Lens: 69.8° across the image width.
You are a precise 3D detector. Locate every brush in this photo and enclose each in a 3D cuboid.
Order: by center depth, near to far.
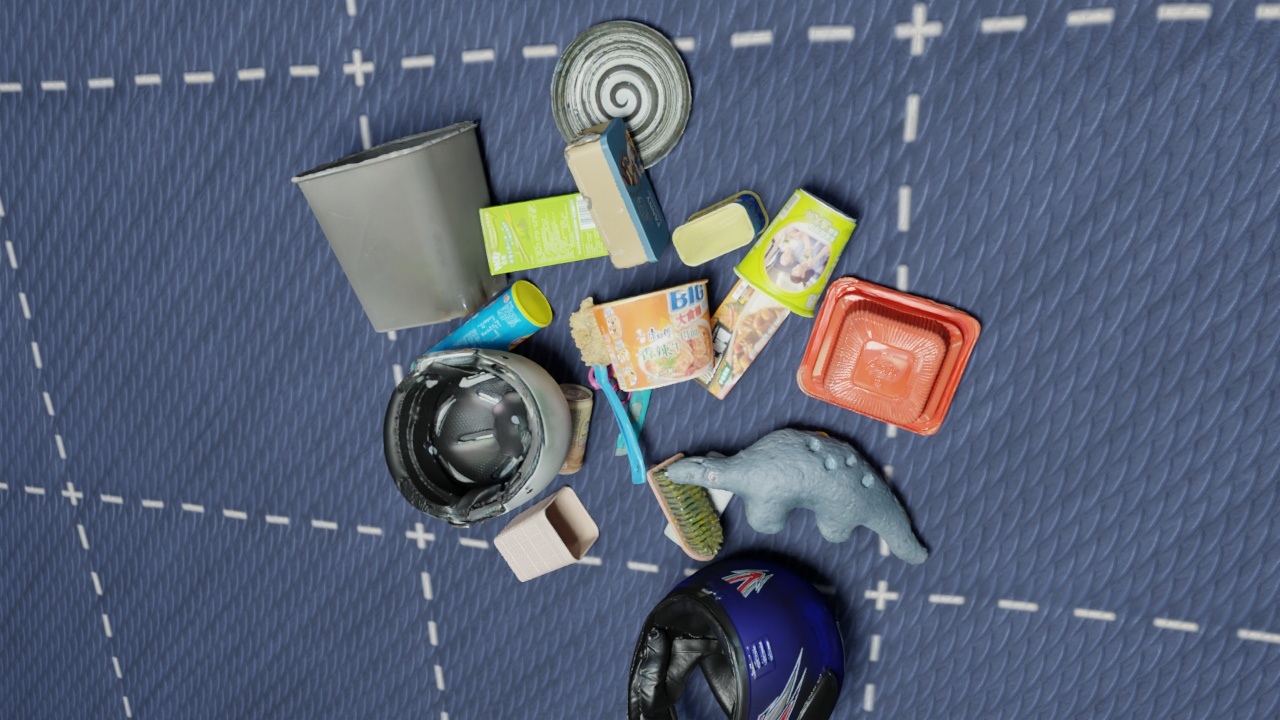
[{"bbox_3d":[-0.036,0.040,1.210,0.083,0.045,0.254,-13,95,52],"label":"brush"},{"bbox_3d":[0.061,0.201,1.230,0.073,0.063,0.145,-23,94,58],"label":"brush"}]

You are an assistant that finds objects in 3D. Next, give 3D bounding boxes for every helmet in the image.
[{"bbox_3d":[0.136,0.412,1.195,0.247,0.240,0.316,32,113,48],"label":"helmet"},{"bbox_3d":[-0.195,0.092,1.201,0.275,0.156,0.230,-19,82,38],"label":"helmet"}]

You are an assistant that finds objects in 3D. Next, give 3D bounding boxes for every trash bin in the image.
[{"bbox_3d":[-0.287,-0.170,1.177,0.199,0.198,0.220,-8,112,22],"label":"trash bin"}]

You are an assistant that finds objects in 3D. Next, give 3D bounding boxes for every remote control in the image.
[{"bbox_3d":[0.087,0.195,1.259,0.058,0.021,0.150,33,114,14],"label":"remote control"}]

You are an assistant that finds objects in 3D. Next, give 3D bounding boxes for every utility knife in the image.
[{"bbox_3d":[-0.003,0.056,1.242,0.029,0.013,0.182,10,116,-10],"label":"utility knife"}]

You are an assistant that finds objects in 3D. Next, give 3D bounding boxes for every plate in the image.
[{"bbox_3d":[-0.023,-0.322,1.123,0.179,0.024,0.179,5,110,15],"label":"plate"}]

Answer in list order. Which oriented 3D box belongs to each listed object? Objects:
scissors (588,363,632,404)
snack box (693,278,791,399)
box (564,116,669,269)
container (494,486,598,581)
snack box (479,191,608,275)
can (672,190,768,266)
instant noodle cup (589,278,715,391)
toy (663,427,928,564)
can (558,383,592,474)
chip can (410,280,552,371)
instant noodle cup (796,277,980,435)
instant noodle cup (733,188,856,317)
[{"bbox_3d":[-0.004,0.008,1.233,0.137,0.017,0.073,-36,96,21],"label":"scissors"},{"bbox_3d":[0.120,-0.030,1.172,0.075,0.026,0.154,37,115,4],"label":"snack box"},{"bbox_3d":[-0.024,-0.195,1.113,0.061,0.089,0.184,-14,121,24],"label":"box"},{"bbox_3d":[-0.138,0.253,1.319,0.111,0.089,0.090,-30,97,28],"label":"container"},{"bbox_3d":[-0.120,-0.164,1.166,0.156,0.026,0.086,-12,107,-10],"label":"snack box"},{"bbox_3d":[0.096,-0.158,1.105,0.102,0.083,0.057,-22,100,23],"label":"can"},{"bbox_3d":[0.022,-0.030,1.128,0.152,0.151,0.111,-12,95,21],"label":"instant noodle cup"},{"bbox_3d":[0.210,0.158,1.162,0.356,0.091,0.138,16,107,-1],"label":"toy"},{"bbox_3d":[-0.101,0.095,1.268,0.058,0.058,0.116,16,112,12],"label":"can"},{"bbox_3d":[-0.220,-0.025,1.261,0.211,0.071,0.071,-33,95,25],"label":"chip can"},{"bbox_3d":[0.291,0.000,1.099,0.189,0.079,0.165,19,111,14],"label":"instant noodle cup"},{"bbox_3d":[0.189,-0.131,1.078,0.112,0.111,0.124,33,107,5],"label":"instant noodle cup"}]
